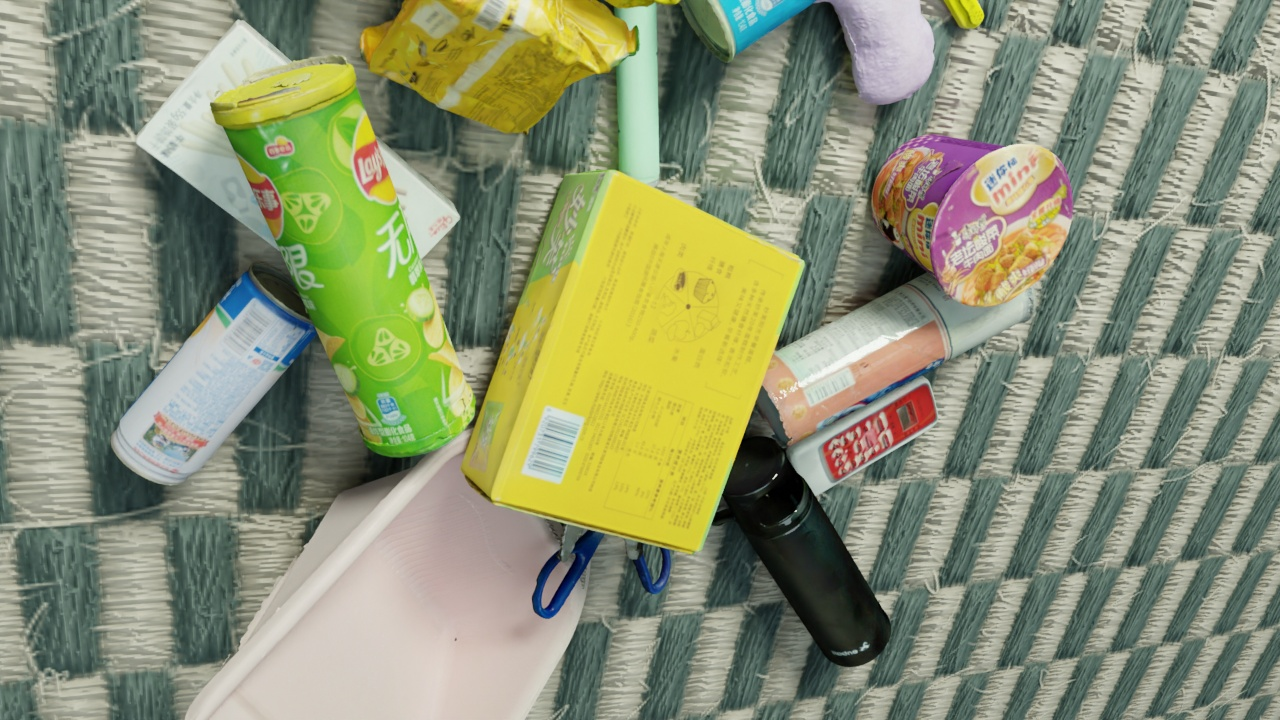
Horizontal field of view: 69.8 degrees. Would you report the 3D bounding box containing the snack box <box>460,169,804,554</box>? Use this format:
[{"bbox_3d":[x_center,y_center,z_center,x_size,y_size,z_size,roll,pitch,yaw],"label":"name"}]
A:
[{"bbox_3d":[-0.003,0.003,0.590,0.157,0.070,0.210,20,90,-29],"label":"snack box"}]

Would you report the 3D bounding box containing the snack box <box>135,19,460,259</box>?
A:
[{"bbox_3d":[-0.189,-0.104,0.522,0.085,0.027,0.157,-45,122,5],"label":"snack box"}]

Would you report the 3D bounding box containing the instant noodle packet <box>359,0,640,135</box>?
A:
[{"bbox_3d":[-0.077,-0.167,0.480,0.110,0.129,0.044,19,75,-30],"label":"instant noodle packet"}]

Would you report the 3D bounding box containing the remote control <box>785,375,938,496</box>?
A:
[{"bbox_3d":[0.185,0.063,0.761,0.136,0.020,0.056,-29,124,-6],"label":"remote control"}]

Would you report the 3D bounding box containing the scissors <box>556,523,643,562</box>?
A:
[{"bbox_3d":[-0.010,0.031,0.641,0.226,0.015,0.189,-46,116,-14],"label":"scissors"}]

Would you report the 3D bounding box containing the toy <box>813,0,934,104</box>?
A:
[{"bbox_3d":[0.155,-0.214,0.594,0.084,0.039,0.108,-34,126,-3],"label":"toy"}]

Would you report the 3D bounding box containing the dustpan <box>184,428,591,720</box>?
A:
[{"bbox_3d":[-0.123,0.175,0.590,0.139,0.272,0.223,-15,127,15],"label":"dustpan"}]

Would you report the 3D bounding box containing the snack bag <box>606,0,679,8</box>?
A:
[{"bbox_3d":[-0.060,-0.286,0.404,0.246,0.068,0.157,27,73,-22],"label":"snack bag"}]

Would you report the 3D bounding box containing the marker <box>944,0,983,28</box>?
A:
[{"bbox_3d":[0.191,-0.266,0.596,0.018,0.015,0.124,-46,121,1],"label":"marker"}]

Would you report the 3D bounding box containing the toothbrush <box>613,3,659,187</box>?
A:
[{"bbox_3d":[-0.004,-0.211,0.541,0.026,0.027,0.225,3,118,9],"label":"toothbrush"}]

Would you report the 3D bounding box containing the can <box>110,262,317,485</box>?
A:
[{"bbox_3d":[-0.248,0.009,0.540,0.134,0.053,0.053,-47,123,6],"label":"can"}]

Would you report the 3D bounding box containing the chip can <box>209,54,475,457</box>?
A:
[{"bbox_3d":[-0.154,-0.047,0.505,0.072,0.072,0.221,-21,122,-11],"label":"chip can"}]

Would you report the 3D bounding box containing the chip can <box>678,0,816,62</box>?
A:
[{"bbox_3d":[0.120,-0.260,0.530,0.210,0.071,0.071,-34,123,1],"label":"chip can"}]

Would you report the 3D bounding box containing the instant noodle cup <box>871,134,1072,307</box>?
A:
[{"bbox_3d":[0.221,-0.106,0.641,0.111,0.099,0.112,-10,118,-19],"label":"instant noodle cup"}]

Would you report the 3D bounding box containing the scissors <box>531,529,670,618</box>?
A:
[{"bbox_3d":[-0.017,0.122,0.681,0.172,0.012,0.162,-56,132,-17],"label":"scissors"}]

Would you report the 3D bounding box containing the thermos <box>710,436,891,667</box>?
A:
[{"bbox_3d":[0.128,0.165,0.771,0.090,0.068,0.242,-15,127,28],"label":"thermos"}]

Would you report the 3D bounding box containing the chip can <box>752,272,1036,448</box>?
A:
[{"bbox_3d":[0.185,-0.013,0.691,0.214,0.071,0.071,-27,122,-7],"label":"chip can"}]
